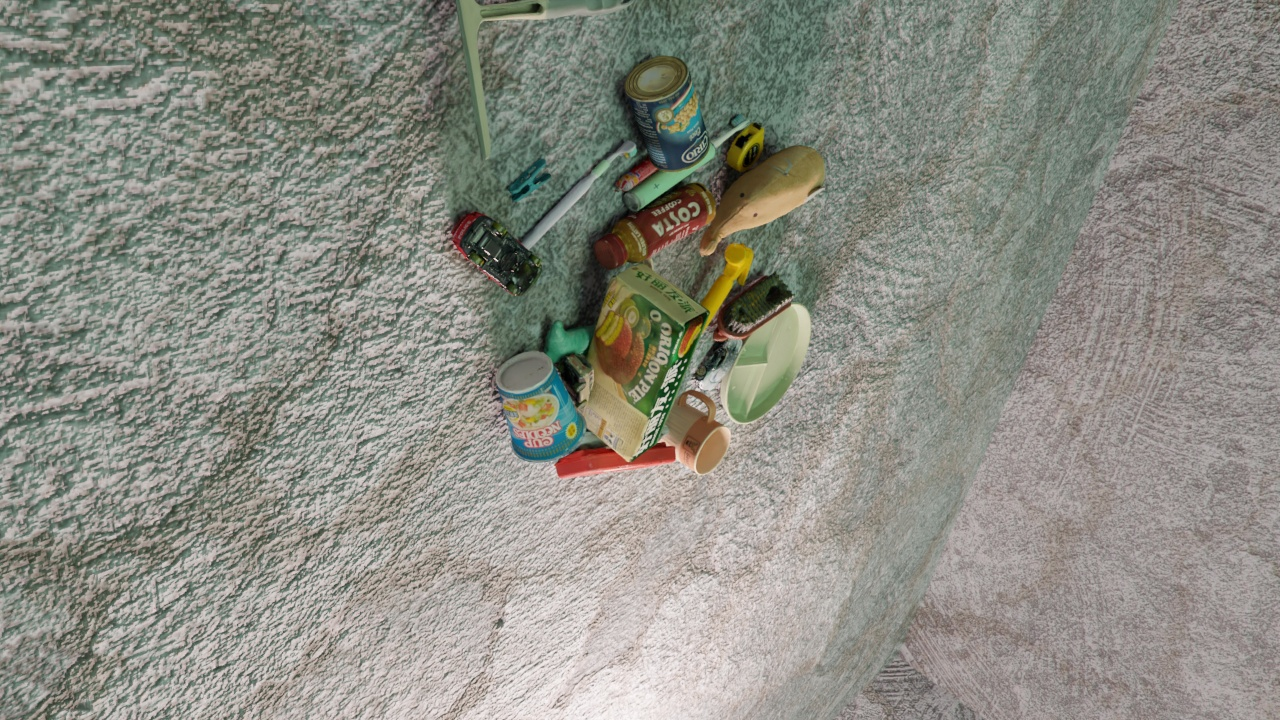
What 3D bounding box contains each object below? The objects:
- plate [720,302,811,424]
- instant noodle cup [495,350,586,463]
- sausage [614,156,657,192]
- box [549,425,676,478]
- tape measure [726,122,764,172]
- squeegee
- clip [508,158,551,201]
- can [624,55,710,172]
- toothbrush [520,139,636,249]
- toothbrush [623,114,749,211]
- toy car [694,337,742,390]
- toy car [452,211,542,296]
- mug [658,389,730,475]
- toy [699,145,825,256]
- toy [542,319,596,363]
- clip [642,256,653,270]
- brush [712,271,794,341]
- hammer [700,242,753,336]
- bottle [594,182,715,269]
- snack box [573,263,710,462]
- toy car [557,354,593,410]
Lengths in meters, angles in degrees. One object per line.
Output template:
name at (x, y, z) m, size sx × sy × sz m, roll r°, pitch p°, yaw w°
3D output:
plate at (0.212, 0.002, 1.559) m, size 0.229 × 0.027 × 0.231 m, roll -33°, pitch 140°, yaw -33°
instant noodle cup at (-0.126, 0.051, 1.106) m, size 0.099 × 0.099 × 0.110 m, roll -40°, pitch 135°, yaw -26°
sausage at (0.024, -0.245, 1.118) m, size 0.155 × 0.020 × 0.020 m, roll -40°, pitch 143°, yaw -26°
box at (-0.039, 0.124, 1.298) m, size 0.200 × 0.091 × 0.068 m, roll 0°, pitch 76°, yaw -52°
tape measure at (0.139, -0.283, 1.227) m, size 0.057 × 0.029 × 0.060 m, roll -45°, pitch 157°, yaw -19°
squeegee at (-0.094, -0.337, 0.873) m, size 0.245 × 0.039 × 0.247 m, roll -30°, pitch 121°, yaw -45°
clip at (-0.119, -0.192, 0.981) m, size 0.056 × 0.014 × 0.041 m, roll -44°, pitch 144°, yaw -23°
can at (0.031, -0.281, 1.048) m, size 0.075 × 0.075 × 0.111 m, roll -48°, pitch 145°, yaw -16°
toothbrush at (-0.073, -0.185, 1.042) m, size 0.189 × 0.029 × 0.021 m, roll -46°, pitch 105°, yaw -15°
toothbrush at (0.064, -0.253, 1.158) m, size 0.224 × 0.027 × 0.027 m, roll -39°, pitch 175°, yaw -26°
toy car at (0.124, 0.003, 1.442) m, size 0.105 × 0.031 × 0.049 m, roll -57°, pitch 146°, yaw -1°
toy car at (-0.151, -0.113, 0.972) m, size 0.053 × 0.045 × 0.120 m, roll -53°, pitch 142°, yaw -4°
mug at (0.074, 0.098, 1.384) m, size 0.081 × 0.106 × 0.115 m, roll -19°, pitch 130°, yaw -45°
toy at (0.161, -0.219, 1.242) m, size 0.225 × 0.082 × 0.144 m, roll -34°, pitch 169°, yaw -33°
toy at (-0.086, -0.017, 1.152) m, size 0.091 × 0.030 × 0.097 m, roll -16°, pitch 138°, yaw -44°
clip at (0.007, -0.091, 1.214) m, size 0.064 × 0.034 × 0.098 m, roll -43°, pitch 136°, yaw -20°
brush at (0.168, -0.075, 1.409) m, size 0.145 × 0.063 × 0.069 m, roll -35°, pitch 173°, yaw -35°
hammer at (0.073, -0.036, 1.317) m, size 0.301 × 0.033 × 0.128 m, roll -58°, pitch 169°, yaw 9°
bottle at (0.018, -0.165, 1.140) m, size 0.174 × 0.057 × 0.058 m, roll -34°, pitch 140°, yaw -33°
snack box at (-0.007, 0.007, 1.153) m, size 0.063 × 0.114 × 0.241 m, roll -31°, pitch 150°, yaw -44°
toy car at (-0.079, 0.027, 1.152) m, size 0.035 × 0.042 × 0.091 m, roll -32°, pitch 157°, yaw -21°
